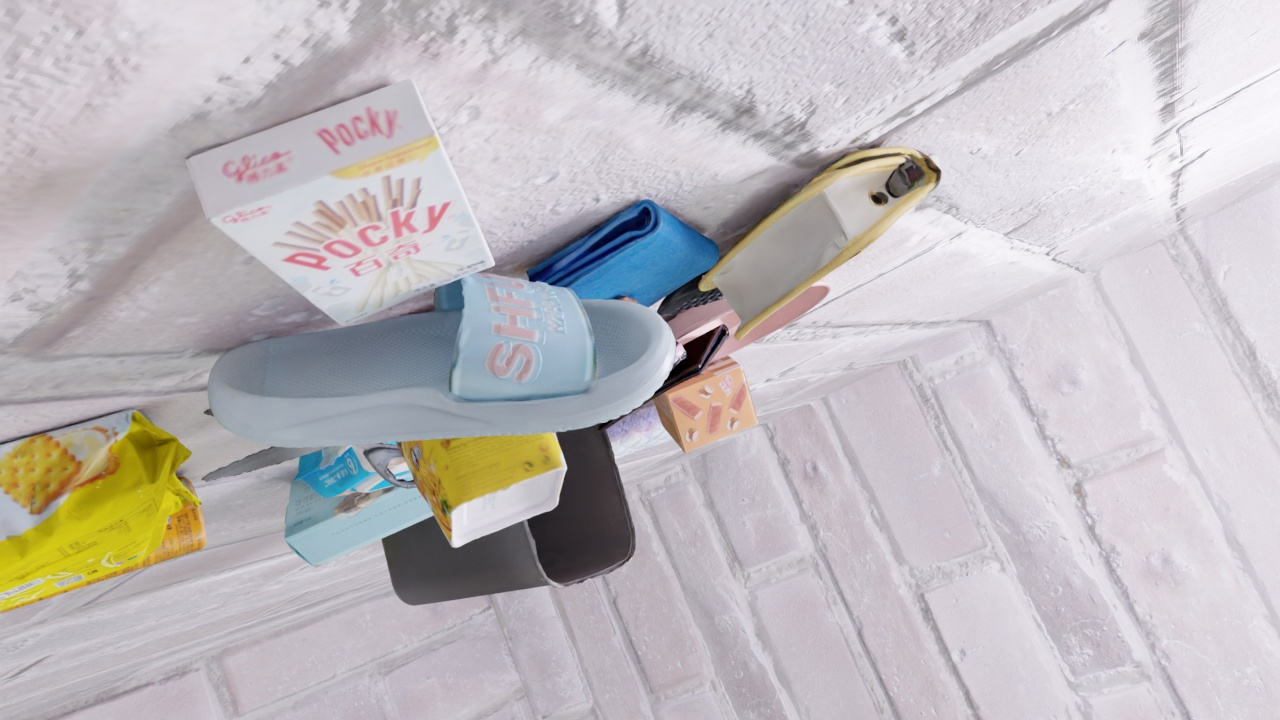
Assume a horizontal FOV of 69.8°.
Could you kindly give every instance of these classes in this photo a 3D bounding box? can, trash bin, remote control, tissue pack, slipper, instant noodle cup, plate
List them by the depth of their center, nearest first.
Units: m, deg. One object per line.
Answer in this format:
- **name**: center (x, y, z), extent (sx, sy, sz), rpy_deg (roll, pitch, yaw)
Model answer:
- **slipper**: center (-0.104, -0.010, 0.493), extent (0.245, 0.074, 0.104), rpy_deg (-7, -150, -11)
- **instant noodle cup**: center (-0.109, 0.042, 0.591), extent (0.116, 0.123, 0.116), rpy_deg (-19, 156, -20)
- **can**: center (-0.393, 0.130, 0.655), extent (0.145, 0.058, 0.058), rpy_deg (-15, 167, -36)
- **tissue pack**: center (-0.195, 0.064, 0.734), extent (0.090, 0.063, 0.139), rpy_deg (-29, 168, 38)
- **remote control**: center (0.069, -0.066, 0.755), extent (0.136, 0.024, 0.053), rpy_deg (-18, 167, -34)
- **plate**: center (0.085, -0.035, 0.937), extent (0.229, 0.028, 0.230), rpy_deg (-23, 169, -5)
- **trash bin**: center (-0.156, 0.163, 1.015), extent (0.220, 0.198, 0.198), rpy_deg (-20, 170, 27)

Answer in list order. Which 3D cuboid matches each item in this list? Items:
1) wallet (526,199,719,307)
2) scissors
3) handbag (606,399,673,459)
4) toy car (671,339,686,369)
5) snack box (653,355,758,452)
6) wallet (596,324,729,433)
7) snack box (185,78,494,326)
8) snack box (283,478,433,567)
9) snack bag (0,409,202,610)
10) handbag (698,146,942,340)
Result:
- **wallet**: center (-0.010, -0.057, 0.602), extent (0.106, 0.040, 0.133), rpy_deg (-30, 167, 16)
- **scissors**: center (-0.204, 0.049, 0.636), extent (0.173, 0.159, 0.014), rpy_deg (-48, -144, -18)
- **handbag**: center (-0.021, 0.086, 1.188), extent (0.193, 0.075, 0.134), rpy_deg (-21, 169, -17)
- **toy car**: center (-0.005, 0.005, 0.808), extent (0.056, 0.037, 0.123), rpy_deg (-40, -168, -26)
- **snack box**: center (0.070, 0.043, 1.065), extent (0.094, 0.077, 0.093), rpy_deg (-22, -160, -8)
- **wallet**: center (0.019, 0.015, 0.832), extent (0.123, 0.020, 0.096), rpy_deg (-31, -167, 29)
- **snack box**: center (-0.116, -0.058, 0.393), extent (0.084, 0.027, 0.157), rpy_deg (-22, 170, -5)
- **snack box**: center (-0.240, 0.119, 0.849), extent (0.175, 0.074, 0.052), rpy_deg (-24, 130, 5)
- **snack bag**: center (-0.388, 0.108, 0.531), extent (0.246, 0.068, 0.158), rpy_deg (-19, 169, -28)
- **handbag**: center (0.142, -0.102, 0.677), extent (0.178, 0.063, 0.164), rpy_deg (-34, 178, -35)
